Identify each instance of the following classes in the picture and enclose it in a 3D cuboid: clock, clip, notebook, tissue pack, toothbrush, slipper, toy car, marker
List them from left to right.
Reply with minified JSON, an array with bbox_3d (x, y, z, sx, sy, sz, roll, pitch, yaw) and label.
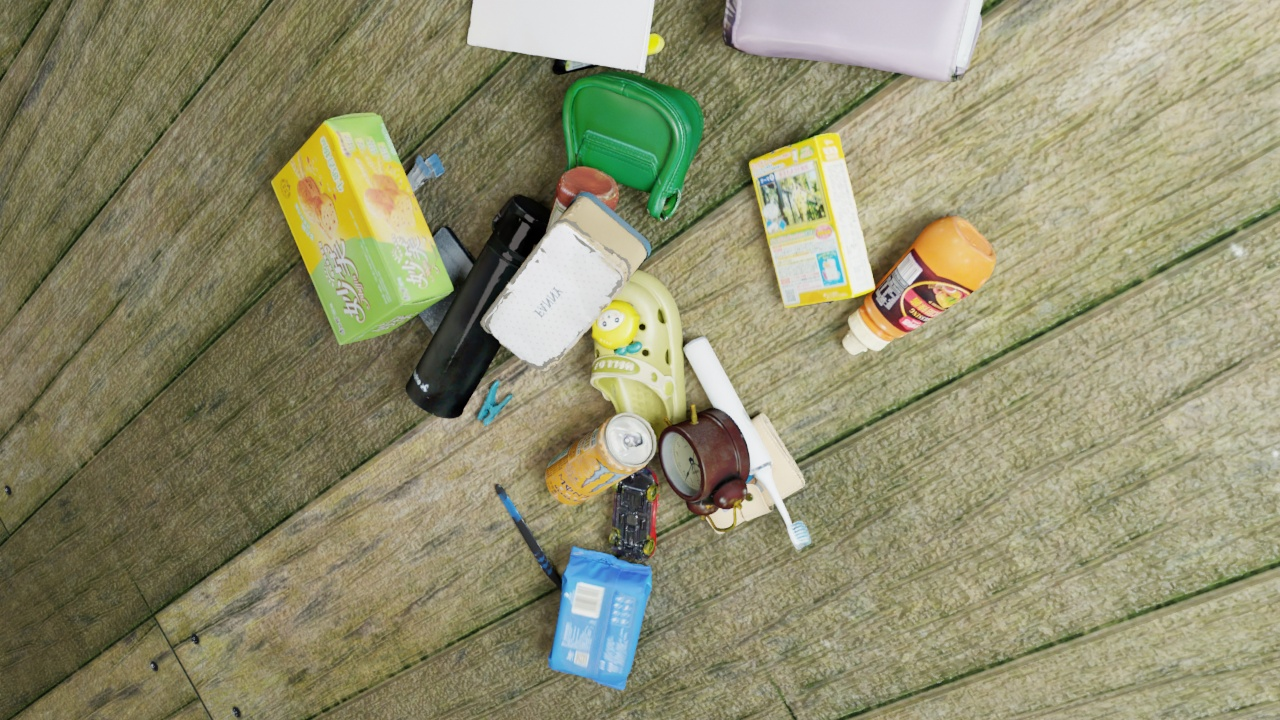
[{"bbox_3d":[-0.244,-0.203,1.008,0.058,0.044,0.027,-30,90,37],"label":"clip"},{"bbox_3d":[-0.166,0.050,1.031,0.039,0.013,0.056,43,115,12],"label":"clip"},{"bbox_3d":[-0.116,0.222,1.045,0.014,0.016,0.189,-35,84,20],"label":"toothbrush"},{"bbox_3d":[-0.075,-0.367,0.880,0.209,0.012,0.150,19,109,27],"label":"notebook"},{"bbox_3d":[-0.044,0.279,0.993,0.095,0.052,0.157,13,107,6],"label":"tissue pack"},{"bbox_3d":[-0.033,-0.295,0.887,0.124,0.015,0.018,-3,96,30],"label":"marker"},{"bbox_3d":[-0.005,0.005,0.905,0.092,0.081,0.190,-6,101,25],"label":"slipper"},{"bbox_3d":[-0.004,0.158,0.965,0.049,0.031,0.106,9,108,24],"label":"toy car"},{"bbox_3d":[0.063,0.102,0.866,0.082,0.055,0.122,-32,76,58],"label":"clock"},{"bbox_3d":[0.101,0.078,0.874,0.026,0.026,0.221,-34,74,25],"label":"toothbrush"}]

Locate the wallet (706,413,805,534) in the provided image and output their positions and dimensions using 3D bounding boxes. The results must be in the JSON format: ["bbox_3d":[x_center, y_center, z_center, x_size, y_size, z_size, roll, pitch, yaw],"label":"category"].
[{"bbox_3d":[0.100,0.116,0.911,0.115,0.024,0.087,-35,80,27],"label":"wallet"}]

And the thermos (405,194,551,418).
[{"bbox_3d":[-0.166,-0.059,0.966,0.243,0.068,0.090,-57,41,18],"label":"thermos"}]

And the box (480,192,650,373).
[{"bbox_3d":[-0.068,-0.070,0.838,0.090,0.059,0.185,41,130,-8],"label":"box"}]

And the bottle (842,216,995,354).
[{"bbox_3d":[0.230,-0.056,0.788,0.067,0.066,0.150,49,124,8],"label":"bottle"}]

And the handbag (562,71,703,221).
[{"bbox_3d":[-0.011,-0.205,0.863,0.131,0.067,0.120,23,120,19],"label":"handbag"}]

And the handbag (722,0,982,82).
[{"bbox_3d":[0.174,-0.309,0.733,0.197,0.098,0.145,16,107,21],"label":"handbag"}]

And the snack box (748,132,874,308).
[{"bbox_3d":[0.149,-0.120,0.806,0.087,0.033,0.140,-7,101,56],"label":"snack box"}]

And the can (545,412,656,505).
[{"bbox_3d":[-0.043,0.101,0.927,0.058,0.058,0.146,57,143,4],"label":"can"}]

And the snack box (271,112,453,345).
[{"bbox_3d":[-0.307,-0.139,1.002,0.158,0.069,0.210,-22,90,45],"label":"snack box"}]

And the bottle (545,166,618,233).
[{"bbox_3d":[-0.071,-0.091,0.902,0.060,0.059,0.207,33,133,16],"label":"bottle"}]

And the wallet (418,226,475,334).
[{"bbox_3d":[-0.210,-0.075,1.023,0.097,0.019,0.121,-42,81,25],"label":"wallet"}]
